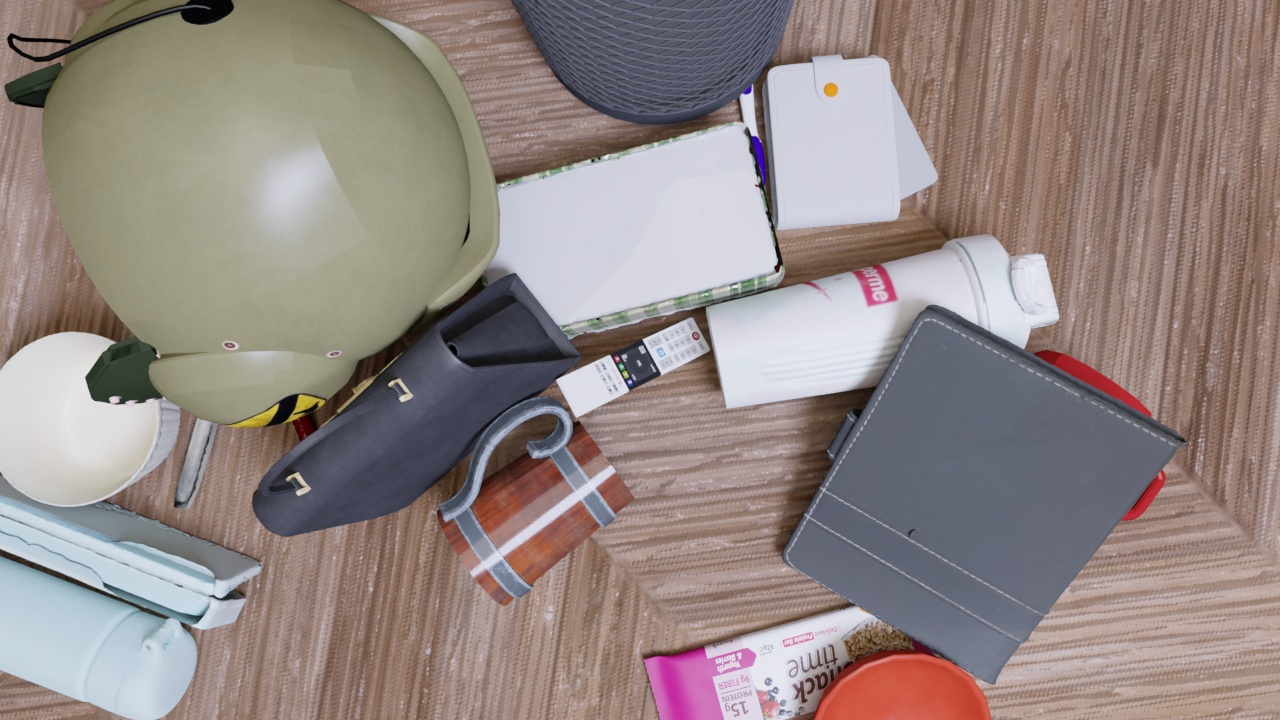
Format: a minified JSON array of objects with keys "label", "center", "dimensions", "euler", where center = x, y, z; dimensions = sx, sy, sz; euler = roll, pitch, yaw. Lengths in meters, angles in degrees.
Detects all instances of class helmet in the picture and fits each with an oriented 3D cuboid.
[{"label":"helmet","center":[-0.202,-0.094,0.530],"dimensions":[0.233,0.255,0.250],"euler":[-18,86,3]}]

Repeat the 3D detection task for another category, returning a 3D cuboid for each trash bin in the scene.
[{"label":"trash bin","center":[0.005,-0.274,0.556],"dimensions":[0.218,0.227,0.217],"euler":[-1,83,4]}]

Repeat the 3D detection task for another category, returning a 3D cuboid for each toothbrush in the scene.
[{"label":"toothbrush","center":[0.081,-0.150,0.662],"dimensions":[0.016,0.015,0.186],"euler":[-6,86,2]}]

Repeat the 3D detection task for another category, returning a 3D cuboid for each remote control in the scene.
[{"label":"remote control","center":[-0.004,0.004,0.626],"dimensions":[0.124,0.012,0.028],"euler":[-26,85,-35]}]

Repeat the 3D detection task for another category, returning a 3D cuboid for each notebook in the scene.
[{"label":"notebook","center":[0.200,0.088,0.580],"dimensions":[0.169,0.029,0.209],"euler":[31,116,15]}]

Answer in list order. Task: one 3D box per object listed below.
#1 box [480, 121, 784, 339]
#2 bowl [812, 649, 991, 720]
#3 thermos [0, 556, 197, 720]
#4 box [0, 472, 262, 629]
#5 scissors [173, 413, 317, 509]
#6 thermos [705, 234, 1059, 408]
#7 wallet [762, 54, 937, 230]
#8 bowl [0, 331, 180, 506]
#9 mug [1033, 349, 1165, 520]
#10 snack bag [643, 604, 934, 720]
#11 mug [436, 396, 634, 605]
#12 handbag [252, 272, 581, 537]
[{"label":"box","center":[-0.011,-0.084,0.635],"dimensions":[0.205,0.050,0.117],"euler":[-15,84,4]},{"label":"bowl","center":[0.170,0.244,0.618],"dimensions":[0.122,0.035,0.122],"euler":[-1,103,-4]},{"label":"thermos","center":[-0.408,0.181,0.623],"dimensions":[0.207,0.065,0.078],"euler":[20,110,1]},{"label":"box","center":[-0.366,0.127,0.620],"dimensions":[0.199,0.083,0.067],"euler":[22,104,2]},{"label":"scissors","center":[-0.282,0.025,0.656],"dimensions":[0.179,0.015,0.198],"euler":[-45,86,-2]},{"label":"thermos","center":[0.158,-0.021,0.615],"dimensions":[0.220,0.099,0.099],"euler":[-12,86,3]},{"label":"wallet","center":[0.149,-0.156,0.651],"dimensions":[0.115,0.037,0.118],"euler":[-5,90,0]},{"label":"bowl","center":[-0.373,0.040,0.631],"dimensions":[0.115,0.062,0.115],"euler":[0,87,0]},{"label":"mug","center":[0.286,0.066,0.613],"dimensions":[0.116,0.080,0.096],"euler":[36,87,8]},{"label":"snack bag","center":[0.106,0.216,0.640],"dimensions":[0.196,0.016,0.070],"euler":[-15,88,0]},{"label":"mug","center":[-0.075,0.087,0.607],"dimensions":[0.111,0.081,0.117],"euler":[-36,128,-5]},{"label":"handbag","center":[-0.151,0.038,0.538],"dimensions":[0.176,0.195,0.072],"euler":[-40,87,18]}]
